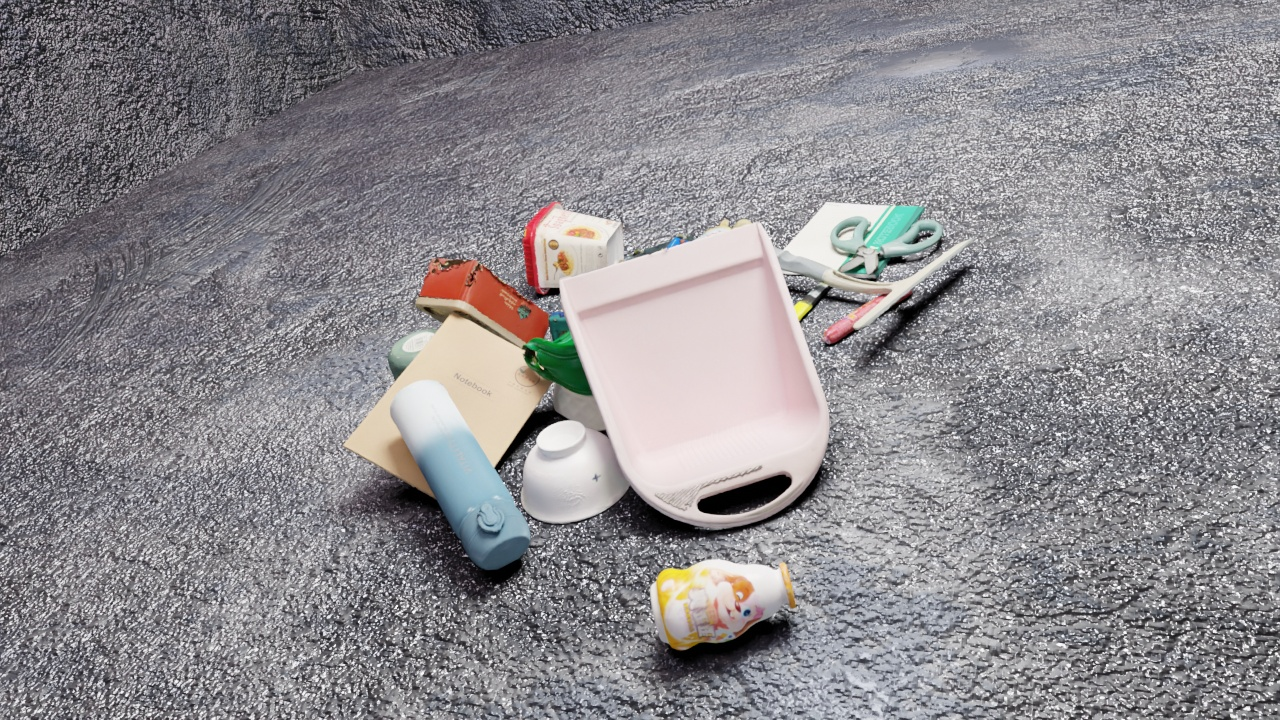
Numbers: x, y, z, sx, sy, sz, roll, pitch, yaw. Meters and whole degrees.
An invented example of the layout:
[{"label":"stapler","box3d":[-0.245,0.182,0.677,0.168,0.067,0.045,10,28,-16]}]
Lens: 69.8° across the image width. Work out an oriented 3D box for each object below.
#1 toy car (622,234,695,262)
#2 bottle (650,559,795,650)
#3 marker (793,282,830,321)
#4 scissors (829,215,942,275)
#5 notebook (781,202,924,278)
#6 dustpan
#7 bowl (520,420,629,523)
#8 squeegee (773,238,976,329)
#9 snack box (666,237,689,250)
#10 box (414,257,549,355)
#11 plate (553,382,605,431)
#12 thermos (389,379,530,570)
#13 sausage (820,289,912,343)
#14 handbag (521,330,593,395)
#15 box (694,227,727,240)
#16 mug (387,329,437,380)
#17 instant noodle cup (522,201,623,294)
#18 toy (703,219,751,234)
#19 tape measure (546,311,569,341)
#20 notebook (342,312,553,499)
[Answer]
[{"label":"toy car","box3d":[0.028,-0.147,1.328,0.121,0.037,0.054,-13,29,24]},{"label":"bottle","box3d":[0.064,0.186,0.714,0.108,0.063,0.063,-13,30,5]},{"label":"marker","box3d":[0.210,-0.073,1.139,0.018,0.015,0.123,10,35,35]},{"label":"scissors","box3d":[0.301,-0.157,1.211,0.173,0.019,0.178,-29,35,-24]},{"label":"notebook","box3d":[0.288,-0.168,1.266,0.151,0.012,0.208,8,37,33]},{"label":"dustpan","box3d":[0.063,0.011,0.877,0.222,0.273,0.139,-19,5,-1]},{"label":"bowl","box3d":[-0.072,0.100,0.923,0.118,0.065,0.118,-12,29,7]},{"label":"squeegee","box3d":[0.235,-0.107,1.122,0.247,0.039,0.245,19,41,40]},{"label":"snack box","box3d":[0.075,-0.109,1.210,0.157,0.026,0.084,26,80,50]},{"label":"box","box3d":[-0.191,-0.069,1.148,0.091,0.168,0.079,7,71,33]},{"label":"plate","box3d":[-0.006,0.006,1.073,0.205,0.046,0.204,-12,30,7]},{"label":"thermos","box3d":[-0.176,0.109,0.893,0.070,0.070,0.220,-26,50,-18]},{"label":"sausage","box3d":[0.268,-0.058,1.078,0.155,0.020,0.020,-30,33,-24]},{"label":"handbag","box3d":[-0.054,-0.022,1.027,0.120,0.068,0.131,11,38,40]},{"label":"box","box3d":[0.032,-0.101,1.170,0.201,0.048,0.087,-31,26,18]},{"label":"mug","box3d":[-0.235,0.023,1.087,0.112,0.106,0.082,0,32,23]},{"label":"instant noodle cup","box3d":[-0.094,-0.161,1.341,0.124,0.117,0.116,7,35,15]},{"label":"toy","box3d":[0.127,-0.139,1.250,0.105,0.066,0.157,-54,30,17]},{"label":"tape measure","box3d":[-0.089,-0.035,1.170,0.054,0.058,0.025,-5,31,10]},{"label":"notebook","box3d":[-0.201,0.051,1.005,0.148,0.008,0.207,28,56,6]}]
